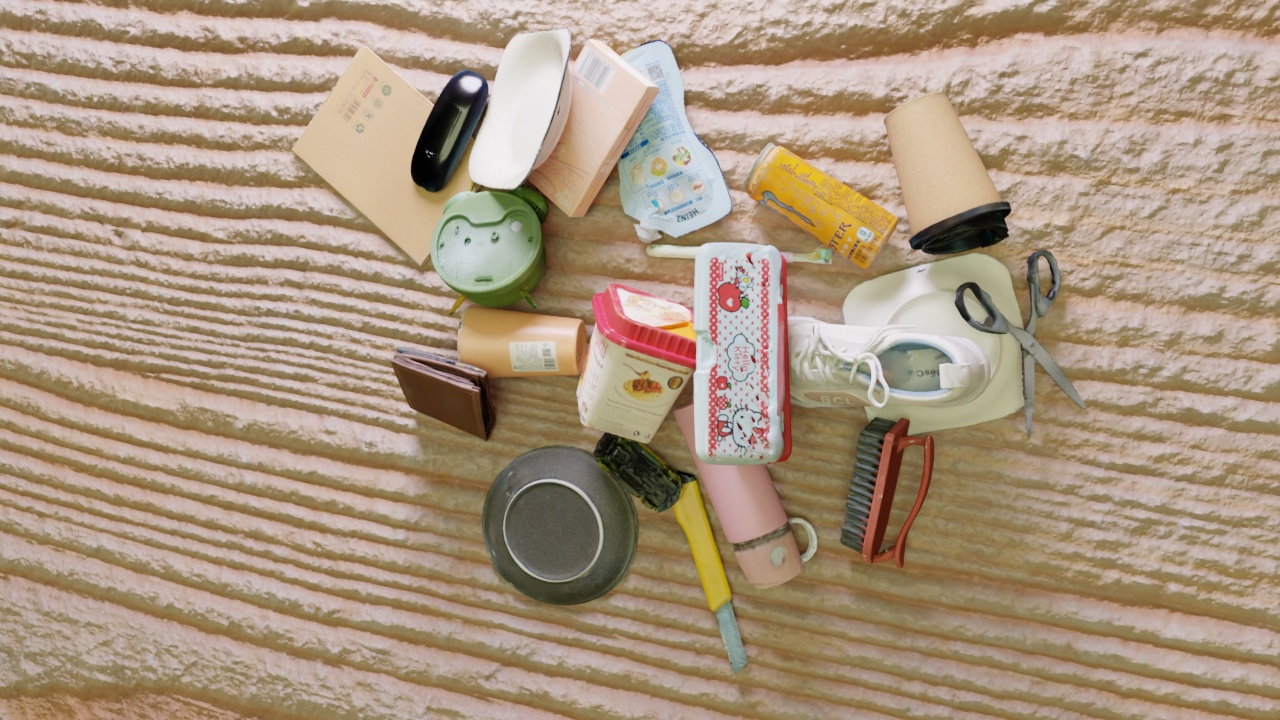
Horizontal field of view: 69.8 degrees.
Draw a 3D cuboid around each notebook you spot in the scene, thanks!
[{"bbox_3d":[-0.274,-0.227,1.016,0.207,0.008,0.148,41,102,7],"label":"notebook"}]

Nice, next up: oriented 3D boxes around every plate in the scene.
[{"bbox_3d":[0.286,-0.012,0.884,0.164,0.034,0.164,-14,92,14],"label":"plate"},{"bbox_3d":[-0.113,-0.248,0.925,0.164,0.034,0.163,25,98,55],"label":"plate"},{"bbox_3d":[-0.092,0.183,0.997,0.179,0.024,0.179,1,95,14],"label":"plate"}]

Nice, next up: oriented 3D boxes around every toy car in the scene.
[{"bbox_3d":[0.000,0.114,0.963,0.105,0.032,0.048,39,102,14],"label":"toy car"}]

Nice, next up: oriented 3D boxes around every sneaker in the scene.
[{"bbox_3d":[0.191,0.007,0.852,0.243,0.090,0.089,5,95,33],"label":"sneaker"}]

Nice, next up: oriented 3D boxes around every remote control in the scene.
[{"bbox_3d":[-0.207,-0.246,0.981,0.053,0.024,0.136,30,100,10],"label":"remote control"}]

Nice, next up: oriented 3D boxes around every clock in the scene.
[{"bbox_3d":[-0.153,-0.127,0.953,0.116,0.056,0.161,-4,69,8],"label":"clock"}]

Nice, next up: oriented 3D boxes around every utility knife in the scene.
[{"bbox_3d":[0.072,0.221,0.963,0.033,0.015,0.223,-18,88,14],"label":"utility knife"}]

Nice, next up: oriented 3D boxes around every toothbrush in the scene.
[{"bbox_3d":[0.098,-0.110,0.930,0.190,0.029,0.020,3,136,15],"label":"toothbrush"}]

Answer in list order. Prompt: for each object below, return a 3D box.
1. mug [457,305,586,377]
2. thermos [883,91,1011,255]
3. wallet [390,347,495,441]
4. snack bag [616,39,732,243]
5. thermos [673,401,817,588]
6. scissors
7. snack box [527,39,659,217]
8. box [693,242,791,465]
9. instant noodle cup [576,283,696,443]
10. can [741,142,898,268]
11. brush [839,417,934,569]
[{"bbox_3d":[-0.122,-0.017,0.964,0.123,0.078,0.078,3,95,9],"label":"mug"},{"bbox_3d":[0.279,-0.169,0.849,0.093,0.093,0.143,-19,81,14],"label":"thermos"},{"bbox_3d":[-0.207,0.035,0.973,0.101,0.125,0.032,19,61,7],"label":"wallet"},{"bbox_3d":[0.014,-0.217,0.931,0.110,0.038,0.191,-22,90,14],"label":"snack bag"},{"bbox_3d":[0.110,0.125,0.926,0.087,0.067,0.198,-24,88,-15],"label":"thermos"},{"bbox_3d":[0.363,-0.021,0.856,0.181,0.014,0.159,33,82,-13],"label":"scissors"},{"bbox_3d":[-0.055,-0.232,0.928,0.084,0.026,0.158,43,118,16],"label":"snack box"},{"bbox_3d":[0.084,-0.005,0.844,0.100,0.096,0.201,2,84,-29],"label":"box"},{"bbox_3d":[-0.005,0.005,0.913,0.116,0.116,0.124,17,113,-16],"label":"instant noodle cup"},{"bbox_3d":[0.173,-0.150,0.887,0.146,0.058,0.058,34,101,9],"label":"can"},{"bbox_3d":[0.238,0.131,0.885,0.069,0.063,0.146,16,110,26],"label":"brush"}]
